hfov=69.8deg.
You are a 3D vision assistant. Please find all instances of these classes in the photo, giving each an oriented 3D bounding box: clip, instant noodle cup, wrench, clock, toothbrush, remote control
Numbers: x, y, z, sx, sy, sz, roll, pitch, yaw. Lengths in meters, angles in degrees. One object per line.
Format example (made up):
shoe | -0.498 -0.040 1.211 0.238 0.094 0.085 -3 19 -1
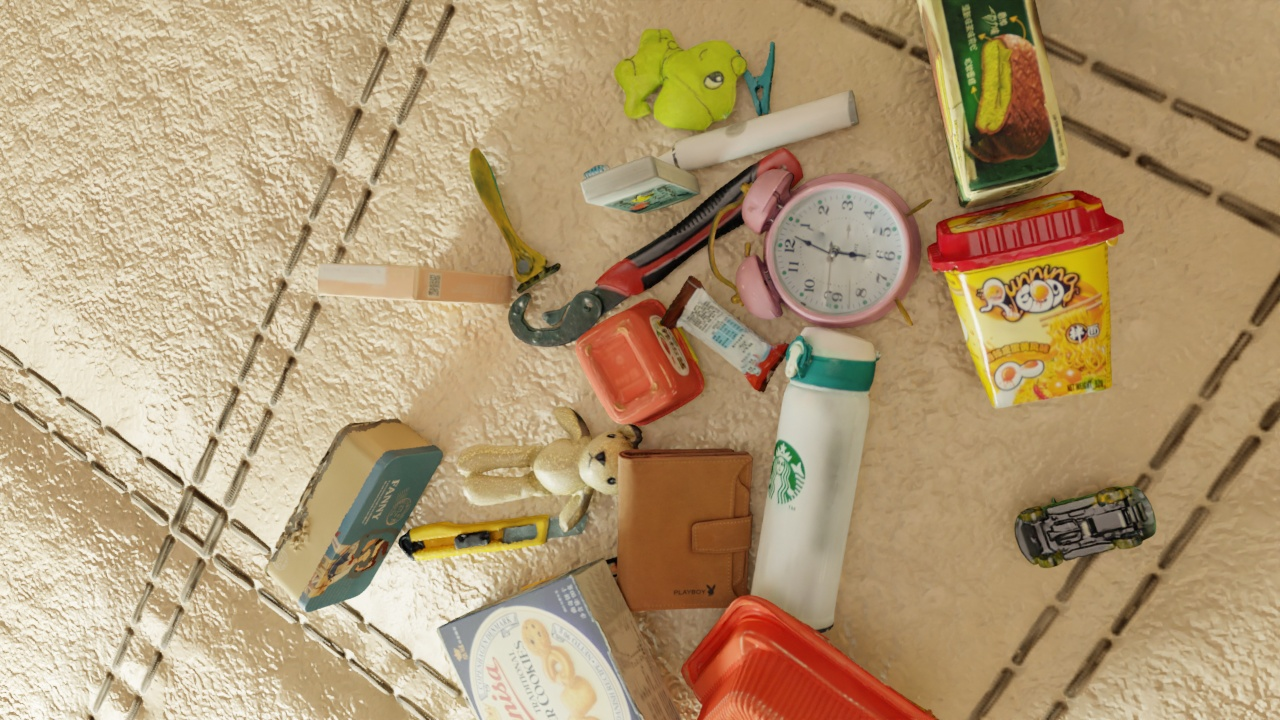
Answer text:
clip | 0.092 -0.217 0.711 0.034 0.013 0.055 -10 92 19
instant noodle cup | 0.116 0.274 0.676 0.189 0.078 0.165 33 138 10
wrench | 0.009 -0.085 0.743 0.274 0.016 0.056 -29 101 17
instant noodle cup | 0.264 -0.041 0.625 0.116 0.115 0.124 -12 102 17
clock | 0.129 -0.083 0.682 0.159 0.059 0.117 8 100 16
toothbrush | 0.058 -0.168 0.719 0.221 0.026 0.026 -12 129 18
remote control | 0.003 -0.128 0.682 0.056 0.135 0.019 -16 91 17

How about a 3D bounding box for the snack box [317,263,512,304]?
snack box | -0.173 -0.060 0.732 0.084 0.157 0.026 4 93 18

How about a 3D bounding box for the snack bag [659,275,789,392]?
snack bag | 0.068 -0.019 0.713 0.104 0.026 0.048 32 96 -9

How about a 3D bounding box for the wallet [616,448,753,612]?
wallet | 0.035 0.135 0.728 0.108 0.031 0.132 0 104 -5

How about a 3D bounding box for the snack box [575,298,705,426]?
snack box | -0.004 0.004 0.724 0.082 0.080 0.091 -31 85 18

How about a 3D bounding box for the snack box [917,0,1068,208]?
snack box | 0.223 -0.229 0.615 0.063 0.114 0.240 -12 90 17

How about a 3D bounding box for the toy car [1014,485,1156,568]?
toy car | 0.314 0.117 0.654 0.091 0.036 0.043 -19 89 17

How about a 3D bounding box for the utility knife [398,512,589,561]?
utility knife | -0.132 0.153 0.809 0.190 0.015 0.033 -11 94 18

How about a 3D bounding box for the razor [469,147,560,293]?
razor | -0.116 -0.124 0.779 0.043 0.028 0.132 -29 84 21

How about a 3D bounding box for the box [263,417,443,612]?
box | -0.249 0.128 0.807 0.063 0.089 0.184 38 105 18

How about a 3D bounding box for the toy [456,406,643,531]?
toy | -0.075 0.089 0.760 0.157 0.066 0.105 -6 75 10

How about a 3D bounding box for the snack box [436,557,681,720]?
snack box | -0.064 0.274 0.756 0.183 0.045 0.178 -30 85 35

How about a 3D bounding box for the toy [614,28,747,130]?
toy | 0.031 -0.218 0.721 0.097 0.031 0.100 -45 78 22

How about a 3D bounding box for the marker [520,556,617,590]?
marker | -0.049 0.186 0.787 0.124 0.015 0.018 -22 89 15

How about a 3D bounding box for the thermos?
thermos | 0.129 0.087 0.693 0.073 0.073 0.224 10 97 17
